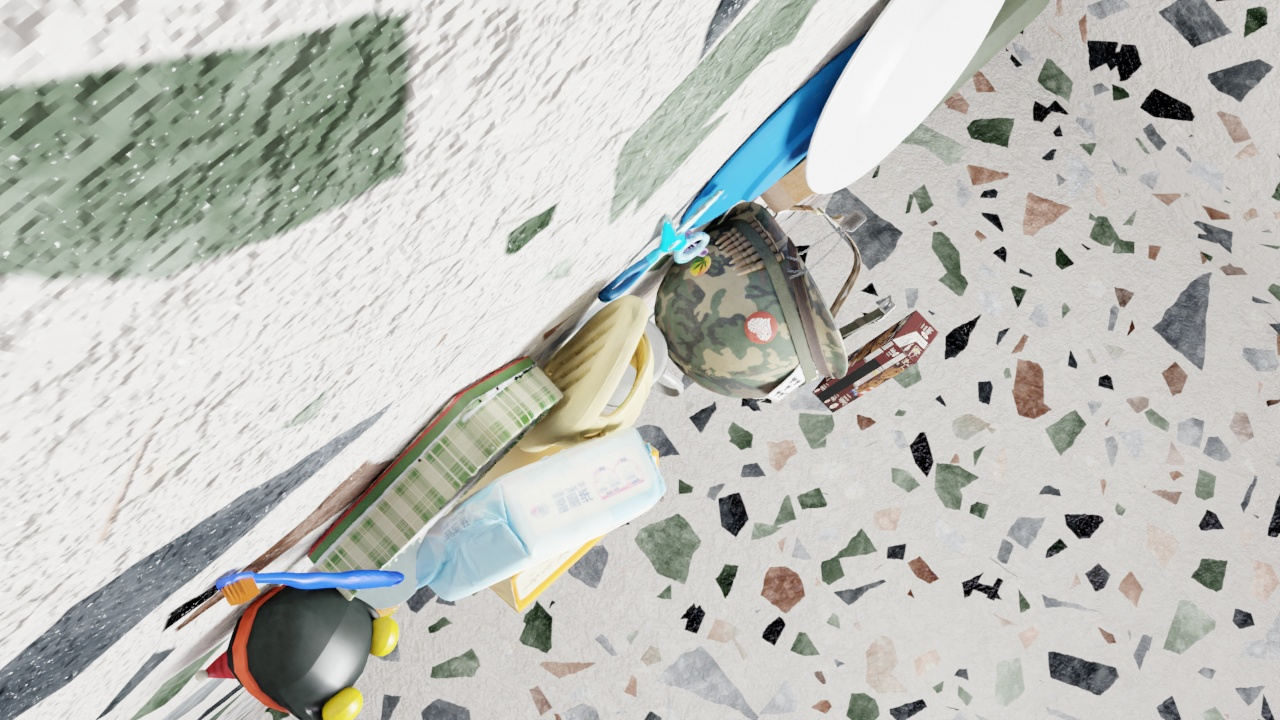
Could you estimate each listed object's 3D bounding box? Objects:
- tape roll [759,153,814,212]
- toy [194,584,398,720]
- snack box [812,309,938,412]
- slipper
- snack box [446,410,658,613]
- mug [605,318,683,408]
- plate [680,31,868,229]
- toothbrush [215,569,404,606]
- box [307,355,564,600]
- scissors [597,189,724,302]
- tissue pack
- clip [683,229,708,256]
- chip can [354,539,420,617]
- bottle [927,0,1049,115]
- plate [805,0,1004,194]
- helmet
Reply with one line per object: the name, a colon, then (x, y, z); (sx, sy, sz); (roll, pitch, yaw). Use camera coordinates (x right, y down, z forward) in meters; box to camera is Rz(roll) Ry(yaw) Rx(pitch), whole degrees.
tape roll: (0.149, -0.177, 0.839); (0.094, 0.027, 0.094); (-40, -165, 13)
toy: (-0.262, 0.217, 0.693); (0.119, 0.100, 0.097); (-17, -147, 33)
snack box: (0.237, 0.004, 0.937); (0.050, 0.032, 0.141); (-44, 180, -32)
slipper: (-0.041, 0.033, 0.772); (0.262, 0.079, 0.111); (-33, -150, 62)
snack box: (-0.099, 0.118, 0.887); (0.194, 0.145, 0.081); (-39, 147, -30)
mug: (-0.005, 0.005, 0.912); (0.071, 0.113, 0.084); (125, -14, -70)
plate: (0.122, -0.177, 0.739); (0.224, 0.024, 0.224); (-42, 178, -2)
toothbrush: (-0.202, 0.143, 0.587); (0.016, 0.018, 0.182); (-36, 159, 8)
box: (-0.151, 0.086, 0.681); (0.206, 0.050, 0.117); (-43, -179, 27)
scissors: (0.014, -0.083, 0.706); (0.134, 0.012, 0.134); (-34, 172, 0)
tissue pack: (-0.075, 0.113, 0.684); (0.181, 0.070, 0.112); (-15, 166, -49)
clip: (0.037, -0.104, 0.780); (0.050, 0.046, 0.014); (22, 123, -38)
chip can: (-0.264, 0.218, 0.887); (0.075, 0.075, 0.216); (-41, 178, -32)
bottle: (0.307, -0.311, 0.812); (0.207, 0.071, 0.071); (-43, 178, 5)
plate: (0.212, -0.221, 0.684); (0.242, 0.016, 0.243); (-41, 161, -17)
helmet: (0.138, -0.061, 0.927); (0.235, 0.193, 0.224); (-40, -140, -18)
